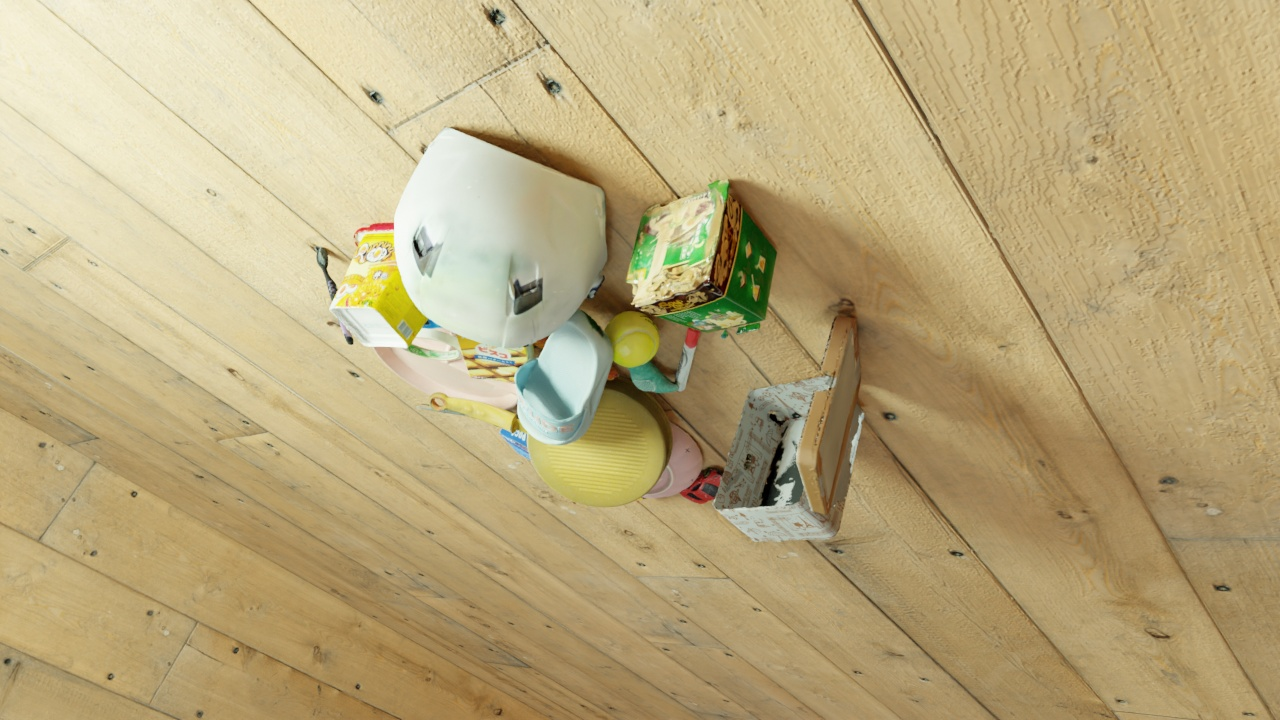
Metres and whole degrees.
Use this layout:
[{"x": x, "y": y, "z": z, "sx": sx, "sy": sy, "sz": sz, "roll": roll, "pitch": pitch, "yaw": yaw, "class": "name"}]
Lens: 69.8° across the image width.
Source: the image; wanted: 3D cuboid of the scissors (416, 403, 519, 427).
[{"x": -0.237, "y": 0.081, "z": 1.367, "sx": 0.164, "sy": 0.014, "sz": 0.164, "roll": -1, "pitch": 162, "yaw": 24, "class": "scissors"}]

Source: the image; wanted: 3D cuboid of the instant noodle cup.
[{"x": -0.294, "y": -0.086, "z": 1.087, "sx": 0.116, "sy": 0.123, "sz": 0.116, "roll": 3, "pitch": 145, "yaw": 29, "class": "instant noodle cup"}]

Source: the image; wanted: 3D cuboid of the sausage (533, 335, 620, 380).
[{"x": -0.100, "y": -0.014, "z": 1.179, "sx": 0.165, "sy": 0.021, "sz": 0.022, "roll": 26, "pitch": 149, "yaw": -8, "class": "sausage"}]

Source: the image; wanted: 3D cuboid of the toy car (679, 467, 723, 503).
[{"x": 0.099, "y": 0.188, "z": 1.366, "sx": 0.049, "sy": 0.031, "sz": 0.107, "roll": 32, "pitch": 146, "yaw": -19, "class": "toy car"}]

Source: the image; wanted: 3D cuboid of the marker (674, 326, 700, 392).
[{"x": 0.056, "y": -0.002, "z": 1.107, "sx": 0.017, "sy": 0.017, "sz": 0.145, "roll": 19, "pitch": 149, "yaw": 5, "class": "marker"}]

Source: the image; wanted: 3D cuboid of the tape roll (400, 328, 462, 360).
[{"x": -0.276, "y": -0.021, "z": 1.208, "sx": 0.086, "sy": 0.013, "sz": 0.086, "roll": 7, "pitch": 160, "yaw": 2, "class": "tape roll"}]

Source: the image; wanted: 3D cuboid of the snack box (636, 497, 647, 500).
[{"x": -0.041, "y": 0.166, "z": 1.420, "sx": 0.153, "sy": 0.026, "sz": 0.075, "roll": 35, "pitch": 147, "yaw": -21, "class": "snack box"}]

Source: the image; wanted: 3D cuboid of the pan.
[{"x": -0.132, "y": 0.093, "z": 1.264, "sx": 0.357, "sy": 0.078, "sz": 0.198, "roll": 7, "pitch": 117, "yaw": 7, "class": "pan"}]

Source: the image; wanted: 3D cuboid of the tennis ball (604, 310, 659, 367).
[{"x": -0.011, "y": -0.025, "z": 1.065, "sx": 0.065, "sy": 0.065, "sz": 0.066, "roll": 16, "pitch": 149, "yaw": 10, "class": "tennis ball"}]

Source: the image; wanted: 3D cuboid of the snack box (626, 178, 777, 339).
[{"x": 0.066, "y": -0.090, "z": 0.889, "sx": 0.105, "sy": 0.117, "sz": 0.118, "roll": 30, "pitch": 153, "yaw": -37, "class": "snack box"}]

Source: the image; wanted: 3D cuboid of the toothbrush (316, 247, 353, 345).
[{"x": -0.377, "y": -0.083, "z": 1.132, "sx": 0.014, "sy": 0.189, "sz": 0.017, "roll": 2, "pitch": 130, "yaw": -35, "class": "toothbrush"}]

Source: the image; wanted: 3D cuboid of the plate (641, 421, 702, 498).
[{"x": -0.008, "y": 0.145, "z": 1.323, "sx": 0.192, "sy": 0.038, "sz": 0.193, "roll": 10, "pitch": 139, "yaw": 8, "class": "plate"}]

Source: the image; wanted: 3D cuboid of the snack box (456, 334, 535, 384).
[{"x": -0.180, "y": -0.015, "z": 1.160, "sx": 0.087, "sy": 0.033, "sz": 0.141, "roll": 8, "pitch": 151, "yaw": 2, "class": "snack box"}]

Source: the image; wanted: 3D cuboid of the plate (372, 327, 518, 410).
[{"x": -0.272, "y": 0.000, "z": 1.302, "sx": 0.229, "sy": 0.028, "sz": 0.230, "roll": 15, "pitch": 149, "yaw": 9, "class": "plate"}]

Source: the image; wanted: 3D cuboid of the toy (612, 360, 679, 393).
[{"x": -0.007, "y": 0.007, "z": 1.150, "sx": 0.097, "sy": 0.030, "sz": 0.092, "roll": 2, "pitch": 140, "yaw": 42, "class": "toy"}]

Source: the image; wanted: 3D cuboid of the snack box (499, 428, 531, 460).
[{"x": -0.159, "y": 0.135, "z": 1.394, "sx": 0.084, "sy": 0.026, "sz": 0.157, "roll": 27, "pitch": 166, "yaw": 10, "class": "snack box"}]

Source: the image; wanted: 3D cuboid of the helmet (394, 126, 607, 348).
[{"x": -0.157, "y": -0.097, "z": 0.953, "sx": 0.229, "sy": 0.145, "sz": 0.259, "roll": 25, "pitch": 146, "yaw": -5, "class": "helmet"}]

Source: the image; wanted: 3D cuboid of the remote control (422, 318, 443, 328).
[{"x": -0.259, "y": -0.066, "z": 1.172, "sx": 0.125, "sy": 0.024, "sz": 0.049, "roll": -3, "pitch": 113, "yaw": 24, "class": "remote control"}]

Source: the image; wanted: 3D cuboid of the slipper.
[{"x": -0.101, "y": 0.032, "z": 1.101, "sx": 0.104, "sy": 0.074, "sz": 0.246, "roll": 49, "pitch": 144, "yaw": 14, "class": "slipper"}]

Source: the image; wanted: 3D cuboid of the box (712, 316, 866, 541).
[{"x": 0.186, "y": 0.089, "z": 1.012, "sx": 0.136, "sy": 0.179, "sz": 0.270, "roll": 23, "pitch": 151, "yaw": -3, "class": "box"}]
